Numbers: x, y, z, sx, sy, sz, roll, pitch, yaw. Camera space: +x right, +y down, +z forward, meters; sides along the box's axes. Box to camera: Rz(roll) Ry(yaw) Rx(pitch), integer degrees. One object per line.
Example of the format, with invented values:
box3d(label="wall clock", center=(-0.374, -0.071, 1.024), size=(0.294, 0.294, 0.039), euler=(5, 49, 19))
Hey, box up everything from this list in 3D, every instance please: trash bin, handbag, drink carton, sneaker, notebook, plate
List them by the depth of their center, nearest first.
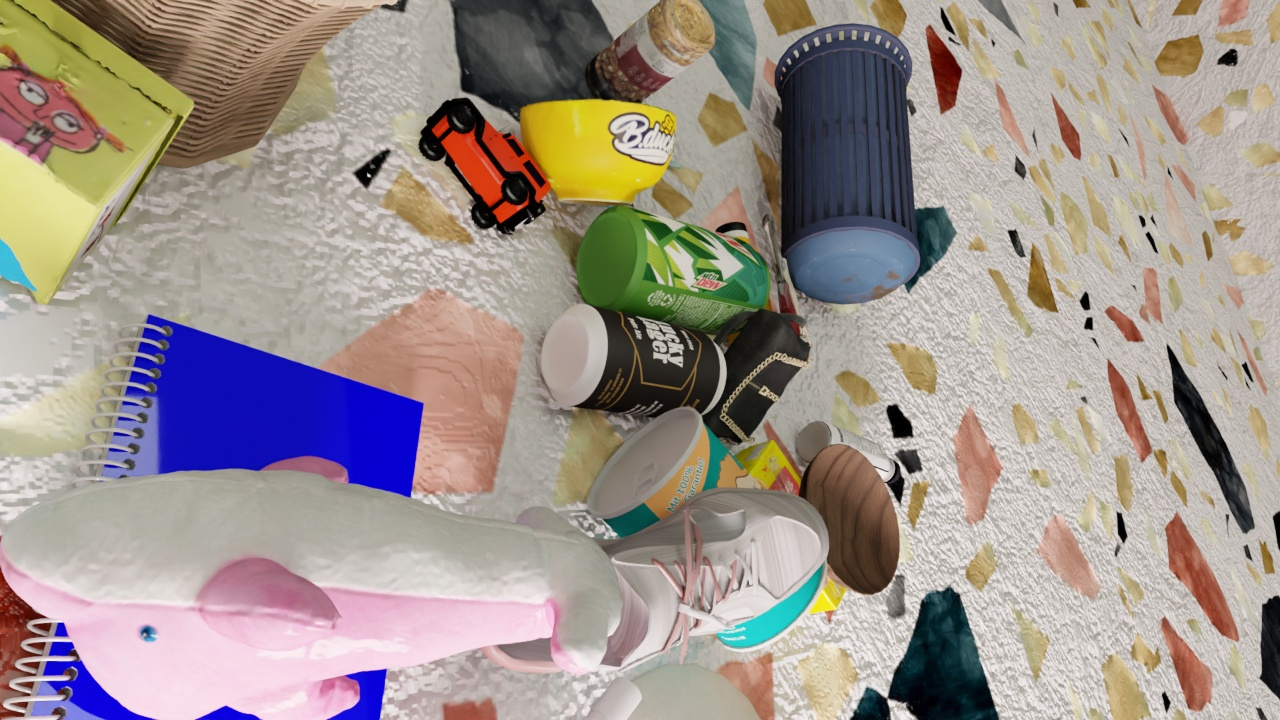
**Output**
box3d(label="notebook", center=(-0.204, 0.096, 0.475), size=(0.171, 0.022, 0.208), euler=(23, 57, -37))
box3d(label="sneaker", center=(0.013, 0.135, 0.537), size=(0.236, 0.089, 0.099), euler=(-10, 102, -12))
box3d(label="plate", center=(0.041, 0.299, 0.607), size=(0.188, 0.027, 0.188), euler=(19, 59, -36))
box3d(label="handbag", center=(0.088, 0.016, 0.733), size=(0.054, 0.128, 0.079), euler=(41, 7, 39))
box3d(label="drink carton", center=(0.119, 0.135, 0.745), size=(0.134, 0.043, 0.058), euler=(54, 46, -9))
box3d(label="trash bin", center=(0.202, -0.187, 0.903), size=(0.139, 0.140, 0.249), euler=(24, 58, -34))

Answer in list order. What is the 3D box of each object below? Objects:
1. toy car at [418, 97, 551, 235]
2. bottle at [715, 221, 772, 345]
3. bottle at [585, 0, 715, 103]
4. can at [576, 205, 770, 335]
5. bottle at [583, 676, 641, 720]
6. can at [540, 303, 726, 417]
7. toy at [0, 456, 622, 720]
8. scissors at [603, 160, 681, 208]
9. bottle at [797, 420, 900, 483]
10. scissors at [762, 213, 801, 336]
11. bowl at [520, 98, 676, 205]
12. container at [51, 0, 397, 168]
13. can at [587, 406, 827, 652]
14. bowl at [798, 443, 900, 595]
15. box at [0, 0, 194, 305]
box3d(label="toy car", center=(-0.108, -0.139, 0.649), size=(0.100, 0.051, 0.048), euler=(53, 48, -12))
box3d(label="bottle", center=(0.092, -0.051, 0.803), size=(0.043, 0.043, 0.143), euler=(6, 68, -42))
box3d(label="bottle", center=(0.007, -0.257, 0.772), size=(0.056, 0.105, 0.056), euler=(19, 59, -36))
box3d(label="can", center=(0.028, -0.067, 0.721), size=(0.144, 0.083, 0.083), euler=(8, 66, -41))
box3d(label="bottle", center=(-0.060, 0.254, 0.514), size=(0.052, 0.053, 0.194), euler=(57, 44, -7))
box3d(label="can", center=(-0.004, 0.004, 0.667), size=(0.128, 0.072, 0.071), euler=(11, 65, -40))
box3d(label="toy", center=(-0.142, 0.117, 0.424), size=(0.265, 0.186, 0.128), euler=(6, 103, -17))
box3d(label="scissors", center=(-0.011, -0.169, 0.782), size=(0.139, 0.015, 0.118), euler=(9, 66, -35))
box3d(label="bottle", center=(0.195, 0.089, 0.839), size=(0.116, 0.041, 0.041), euler=(22, 58, -35))
box3d(label="scissors", center=(0.122, -0.058, 0.784), size=(0.188, 0.015, 0.140), euler=(-24, 109, -74))
box3d(label="bowl", center=(-0.033, -0.152, 0.689), size=(0.117, 0.117, 0.067), euler=(-3, 98, -44))
box3d(label="container", center=(-0.233, -0.228, 0.465), size=(0.226, 0.197, 0.226), euler=(19, 59, -36))
box3d(label="can", center=(0.047, 0.118, 0.643), size=(0.144, 0.099, 0.099), euler=(48, 46, -17))
box3d(label="bowl", center=(0.158, 0.128, 0.730), size=(0.119, 0.032, 0.119), euler=(20, 59, -37))
box3d(label="box", center=(-0.327, -0.131, 0.390), size=(0.221, 0.125, 0.079), euler=(37, 50, -23))
